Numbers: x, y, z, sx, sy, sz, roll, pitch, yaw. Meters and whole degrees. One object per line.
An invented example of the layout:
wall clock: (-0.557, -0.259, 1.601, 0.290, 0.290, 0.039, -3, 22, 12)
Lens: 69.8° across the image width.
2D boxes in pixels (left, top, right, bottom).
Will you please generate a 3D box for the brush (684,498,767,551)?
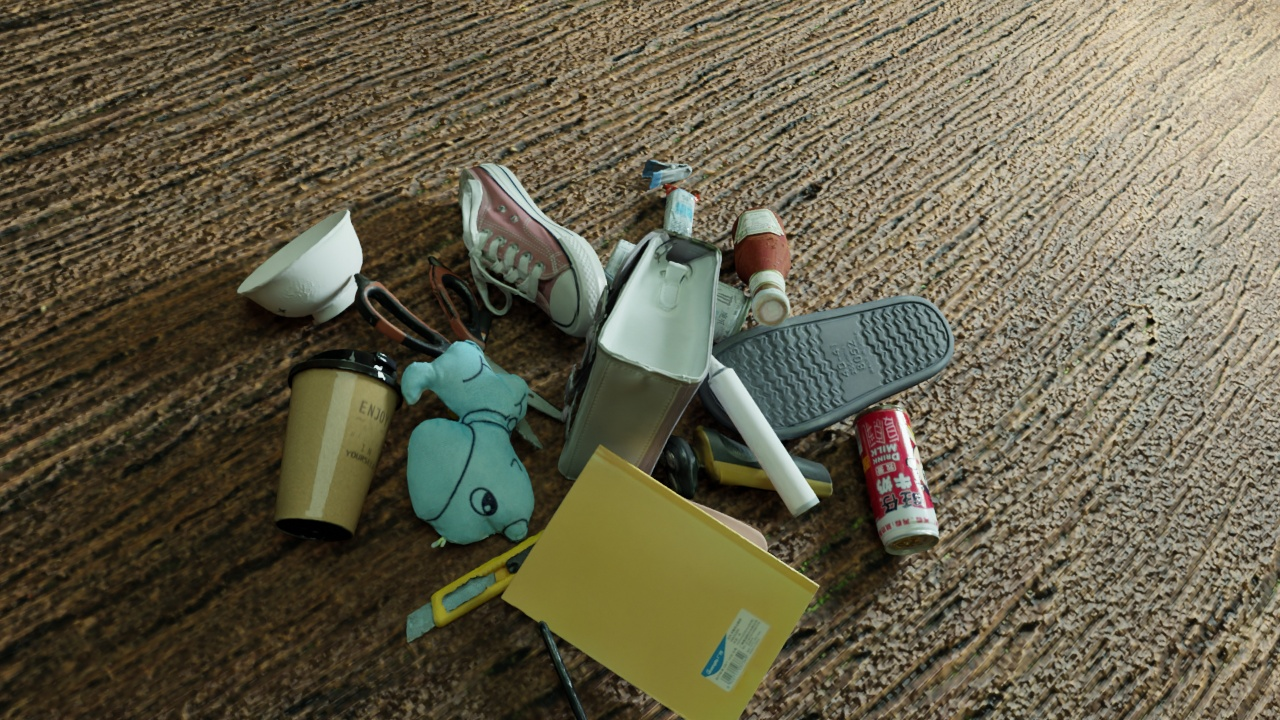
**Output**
brush: (0.029, 0.140, 0.762, 0.145, 0.073, 0.063, 24, 54, -4)

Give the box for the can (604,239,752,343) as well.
can: (0.034, -0.067, 0.917, 0.147, 0.058, 0.058, 23, 53, 0)

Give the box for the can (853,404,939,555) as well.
can: (0.239, 0.111, 0.859, 0.053, 0.053, 0.132, 4, 56, -14)

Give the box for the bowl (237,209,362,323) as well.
bowl: (-0.287, -0.073, 0.814, 0.065, 0.119, 0.118, 54, 49, -25)

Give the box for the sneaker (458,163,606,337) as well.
sneaker: (-0.121, -0.104, 0.867, 0.087, 0.119, 0.241, -16, 52, -36)

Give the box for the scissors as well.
scissors: (-0.159, -0.013, 0.817, 0.188, 0.015, 0.224, 11, 45, -39)

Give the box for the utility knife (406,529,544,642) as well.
utility knife: (-0.111, 0.173, 0.737, 0.177, 0.015, 0.033, -27, 68, -30)

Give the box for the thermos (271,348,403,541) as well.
thermos: (-0.244, 0.066, 0.729, 0.093, 0.093, 0.143, 9, 62, -10)

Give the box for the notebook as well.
notebook: (0.015, 0.181, 0.718, 0.206, 0.010, 0.146, 32, 87, 4)

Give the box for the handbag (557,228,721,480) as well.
handbag: (-0.005, 0.004, 0.770, 0.098, 0.197, 0.144, 21, 53, -2)

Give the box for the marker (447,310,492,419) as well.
marker: (-0.155, 0.002, 0.842, 0.018, 0.015, 0.123, 17, 51, -10)

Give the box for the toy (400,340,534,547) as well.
toy: (-0.142, 0.076, 0.753, 0.161, 0.050, 0.156, 38, 71, -13)

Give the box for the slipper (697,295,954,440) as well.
slipper: (0.176, 0.013, 0.891, 0.267, 0.083, 0.110, -16, 76, -17)

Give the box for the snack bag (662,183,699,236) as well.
snack bag: (0.042, -0.154, 0.998, 0.045, 0.026, 0.105, 19, 54, -15)

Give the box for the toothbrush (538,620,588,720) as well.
toothbrush: (-0.041, 0.278, 0.678, 0.018, 0.016, 0.181, -20, 69, -16)

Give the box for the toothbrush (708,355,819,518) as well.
toothbrush: (0.086, 0.038, 0.812, 0.026, 0.026, 0.221, -30, 78, -14)

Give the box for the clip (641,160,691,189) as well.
clip: (0.032, -0.213, 1.038, 0.058, 0.027, 0.044, -10, 52, -23)

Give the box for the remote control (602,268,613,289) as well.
remote control: (-0.057, -0.079, 0.895, 0.024, 0.053, 0.136, -31, 59, -31)

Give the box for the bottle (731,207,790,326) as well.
bottle: (0.123, -0.094, 0.915, 0.060, 0.060, 0.205, 16, 29, -6)

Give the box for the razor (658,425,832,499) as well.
razor: (0.096, 0.101, 0.831, 0.167, 0.062, 0.067, 12, 84, -15)
